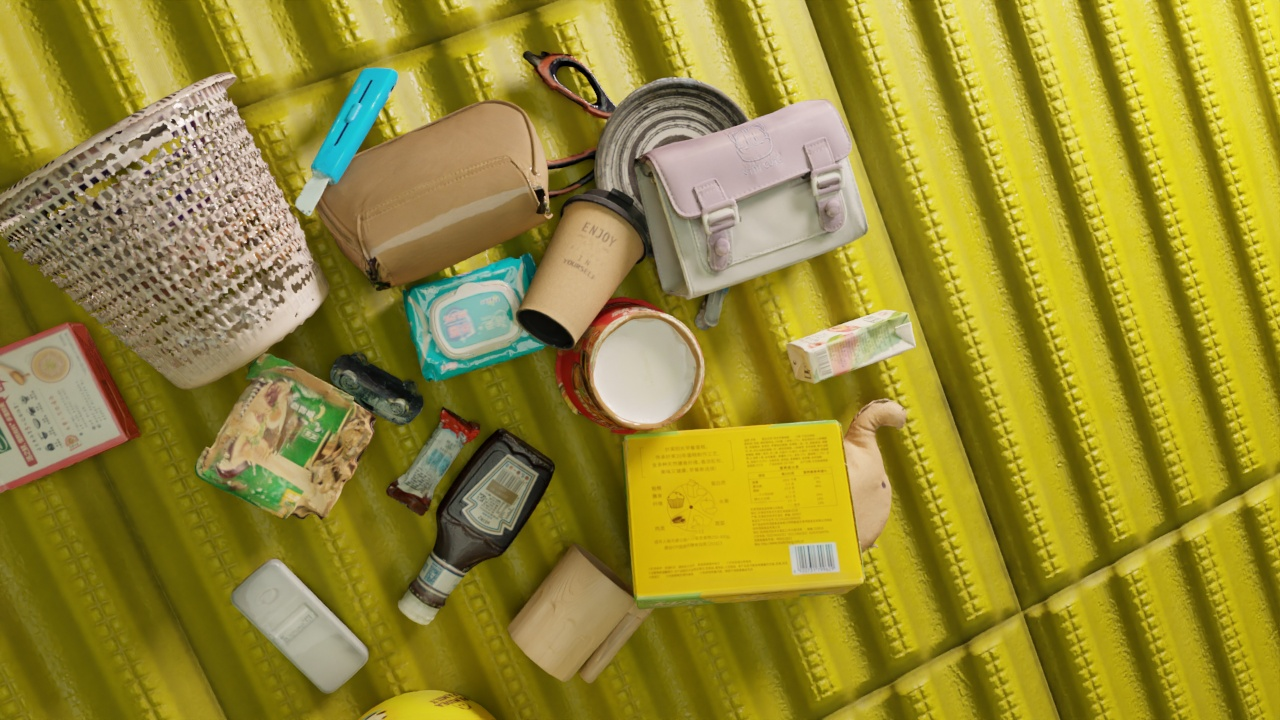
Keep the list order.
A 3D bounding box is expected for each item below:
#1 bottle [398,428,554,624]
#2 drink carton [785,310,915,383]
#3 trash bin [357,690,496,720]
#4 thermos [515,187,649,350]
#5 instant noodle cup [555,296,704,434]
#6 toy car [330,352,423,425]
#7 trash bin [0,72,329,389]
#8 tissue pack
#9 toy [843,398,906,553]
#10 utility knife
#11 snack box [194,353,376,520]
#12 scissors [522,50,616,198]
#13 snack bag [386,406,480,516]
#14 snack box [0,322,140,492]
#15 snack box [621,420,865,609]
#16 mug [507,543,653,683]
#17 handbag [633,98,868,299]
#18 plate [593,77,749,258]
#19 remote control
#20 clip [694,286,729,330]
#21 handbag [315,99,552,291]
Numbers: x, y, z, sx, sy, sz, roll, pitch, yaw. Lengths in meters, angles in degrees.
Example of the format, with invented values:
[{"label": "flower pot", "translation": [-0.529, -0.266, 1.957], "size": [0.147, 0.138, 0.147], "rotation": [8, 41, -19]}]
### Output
[{"label": "bottle", "translation": [-0.163, 0.162, 0.881], "size": [0.080, 0.044, 0.194], "rotation": [35, 85, -12]}, {"label": "drink carton", "translation": [0.220, -0.014, 0.958], "size": [0.122, 0.053, 0.045], "rotation": [-18, 101, -12]}, {"label": "trash bin", "translation": [-0.184, 0.416, 0.778], "size": [0.229, 0.255, 0.229], "rotation": [-1, 93, -13]}, {"label": "thermos", "translation": [-0.055, -0.085, 0.854], "size": [0.093, 0.093, 0.143], "rotation": [35, 64, -12]}, {"label": "instant noodle cup", "translation": [-0.005, 0.005, 0.877], "size": [0.137, 0.109, 0.138], "rotation": [0, 92, -14]}, {"label": "toy car", "translation": [-0.247, 0.027, 0.857], "size": [0.090, 0.042, 0.034], "rotation": [32, 119, -17]}, {"label": "trash bin", "translation": [-0.371, -0.093, 0.747], "size": [0.227, 0.227, 0.192], "rotation": [-36, 112, -10]}, {"label": "tissue pack", "translation": [-0.153, -0.041, 0.870], "size": [0.133, 0.050, 0.093], "rotation": [-19, 96, -12]}, {"label": "toy", "translation": [0.195, 0.138, 0.945], "size": [0.225, 0.082, 0.143], "rotation": [-36, 96, -11]}, {"label": "utility knife", "translation": [-0.260, -0.195, 0.808], "size": [0.034, 0.018, 0.186], "rotation": [14, 56, 0]}, {"label": "snack box", "translation": [-0.304, 0.068, 0.812], "size": [0.117, 0.106, 0.118], "rotation": [30, 84, -11]}, {"label": "scissors", "translation": [-0.032, -0.224, 0.907], "size": [0.226, 0.015, 0.189], "rotation": [33, 87, -16]}, {"label": "snack bag", "translation": [-0.197, 0.096, 0.878], "size": [0.045, 0.026, 0.105], "rotation": [35, 85, -21]}, {"label": "snack box", "translation": [-0.523, 0.043, 0.790], "size": [0.127, 0.044, 0.113], "rotation": [-24, 98, -12]}, {"label": "snack box", "translation": [0.091, 0.145, 0.865], "size": [0.210, 0.070, 0.157], "rotation": [-4, 69, -1]}, {"label": "mug", "translation": [-0.055, 0.254, 0.900], "size": [0.103, 0.084, 0.124], "rotation": [-50, 128, -5]}, {"label": "handbag", "translation": [0.106, -0.157, 0.884], "size": [0.196, 0.098, 0.145], "rotation": [-21, 101, -14]}, {"label": "plate", "translation": [0.037, -0.189, 0.915], "size": [0.179, 0.024, 0.179], "rotation": [-4, 103, -18]}, {"label": "remote control", "translation": [-0.318, 0.249, 0.860], "size": [0.056, 0.020, 0.136], "rotation": [-42, 101, -7]}, {"label": "clip", "translation": [0.074, -0.059, 0.942], "size": [0.024, 0.026, 0.056], "rotation": [21, 75, -16]}, {"label": "handbag", "translation": [-0.177, -0.142, 0.818], "size": [0.204, 0.147, 0.100], "rotation": [-24, 141, -5]}]
